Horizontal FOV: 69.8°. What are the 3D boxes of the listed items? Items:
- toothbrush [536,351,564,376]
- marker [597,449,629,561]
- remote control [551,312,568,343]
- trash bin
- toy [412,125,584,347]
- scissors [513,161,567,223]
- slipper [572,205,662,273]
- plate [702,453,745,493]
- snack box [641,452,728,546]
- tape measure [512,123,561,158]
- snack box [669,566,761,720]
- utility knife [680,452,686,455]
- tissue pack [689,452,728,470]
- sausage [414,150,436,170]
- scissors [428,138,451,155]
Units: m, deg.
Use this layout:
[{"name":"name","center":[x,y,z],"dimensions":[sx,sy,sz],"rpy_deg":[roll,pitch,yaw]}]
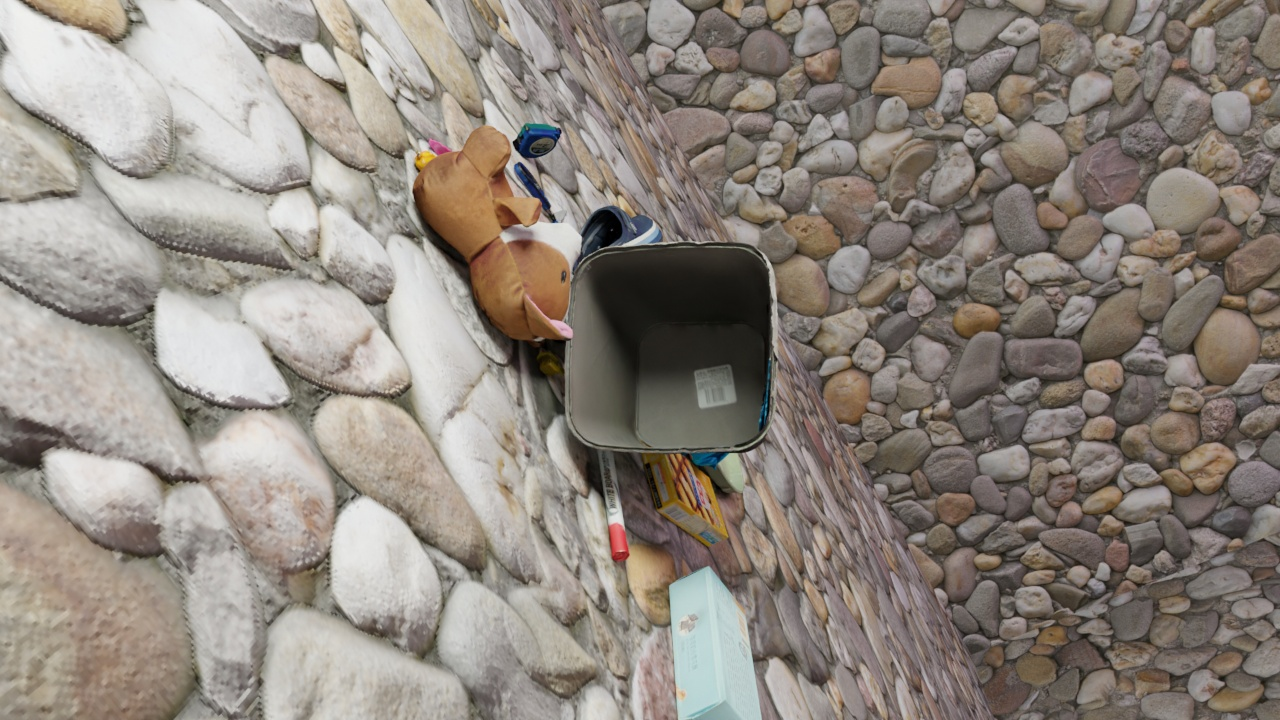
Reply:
[{"name":"toothbrush","center":[-0.054,0.037,0.978],"dimensions":[0.190,0.016,0.016],"rpy_deg":[42,29,-52]},{"name":"marker","center":[-0.028,0.132,0.892],"dimensions":[0.017,0.017,0.145],"rpy_deg":[49,19,-39]},{"name":"remote control","center":[-0.090,-0.041,0.968],"dimensions":[0.053,0.024,0.136],"rpy_deg":[62,5,3]},{"name":"trash bin","center":[0.049,0.008,0.937],"dimensions":[0.220,0.199,0.198],"rpy_deg":[44,47,-72]},{"name":"toy","center":[-0.118,-0.105,0.841],"dimensions":[0.140,0.130,0.199],"rpy_deg":[178,-111,-79]},{"name":"scissors","center":[-0.115,-0.190,1.195],"dimensions":[0.162,0.012,0.175],"rpy_deg":[56,14,-22]},{"name":"slipper","center":[-0.043,-0.146,1.190],"dimensions":[0.095,0.105,0.252],"rpy_deg":[54,18,-9]},{"name":"plate","center":[0.092,0.089,1.323],"dimensions":[0.230,0.027,0.229],"rpy_deg":[61,12,-23]},{"name":"snack box","center":[0.053,0.158,1.086],"dimensions":[0.140,0.034,0.086],"rpy_deg":[46,22,-50]},{"name":"tape measure","center":[-0.139,-0.294,1.220],"dimensions":[0.058,0.055,0.025],"rpy_deg":[-6,68,-39]},{"name":"snack box","center":[0.070,0.284,0.872],"dimensions":[0.074,0.052,0.174],"rpy_deg":[53,16,-25]},{"name":"utility knife","center":[0.041,0.106,1.170],"dimensions":[0.034,0.018,0.185],"rpy_deg":[65,14,15]},{"name":"tissue pack","center":[0.070,0.069,1.151],"dimensions":[0.090,0.063,0.140],"rpy_deg":[51,17,-85]},{"name":"sausage","center":[-0.175,-0.164,0.928],"dimensions":[0.165,0.021,0.021],"rpy_deg":[40,26,-54]},{"name":"scissors","center":[-0.167,-0.179,0.956],"dimensions":[0.077,0.017,0.137],"rpy_deg":[40,-4,38]}]
